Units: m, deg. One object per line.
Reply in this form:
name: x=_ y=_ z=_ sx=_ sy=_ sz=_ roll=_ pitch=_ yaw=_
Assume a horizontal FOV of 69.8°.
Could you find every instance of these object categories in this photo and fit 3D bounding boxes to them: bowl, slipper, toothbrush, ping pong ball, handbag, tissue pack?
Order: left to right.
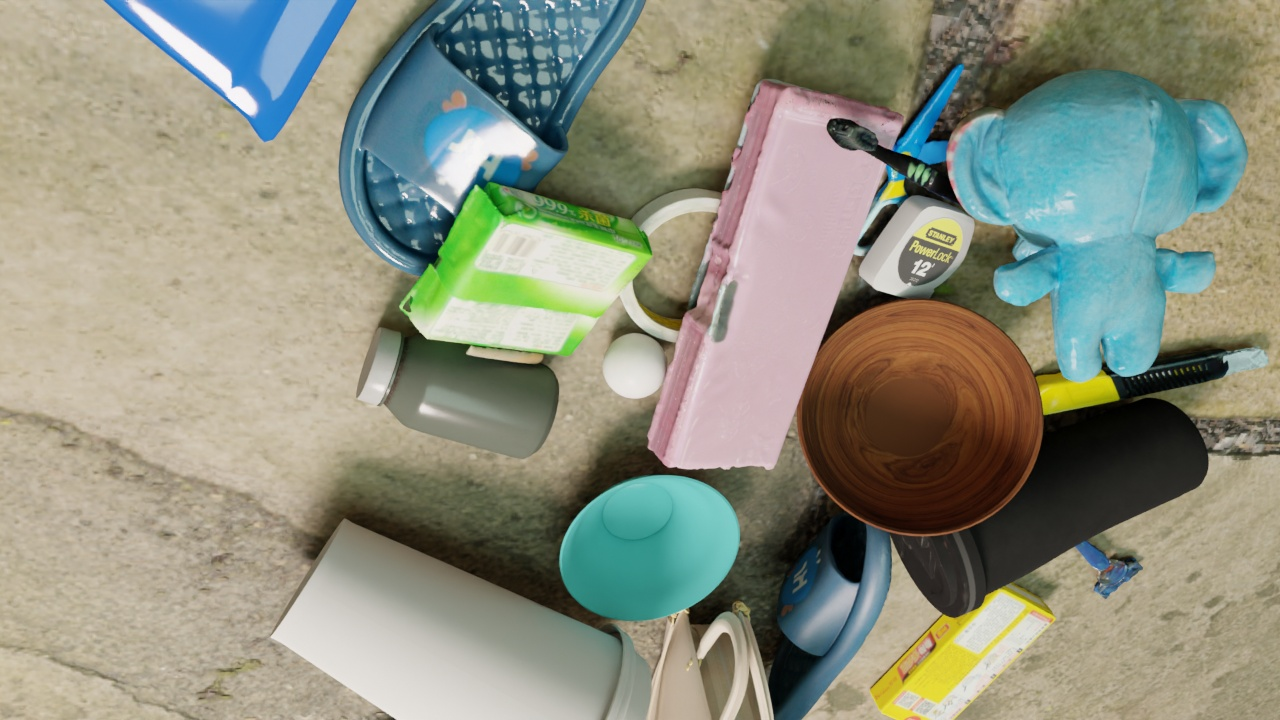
slipper: x=-0.077 y=-0.136 z=0.463 sx=0.103 sy=0.059 sz=0.214 roll=31 pitch=106 yaw=-23
tissue pack: x=-0.060 y=-0.044 z=0.501 sx=0.113 sy=0.034 sz=0.100 roll=7 pitch=135 yaw=-42
ping pong ball: x=-0.003 y=0.003 z=0.565 sx=0.040 sy=0.040 sz=0.040 roll=-6 pitch=119 yaw=-10
bowl: x=0.002 y=0.116 z=0.625 sx=0.121 sy=0.046 sz=0.121 roll=-6 pitch=119 yaw=-10
handbag: x=0.059 y=0.259 z=0.629 sx=0.101 sy=0.194 sz=0.198 roll=0 pitch=122 yaw=-9
slipper: x=0.128 y=0.177 z=0.668 sx=0.059 sy=0.103 sz=0.214 roll=18 pitch=122 yaw=1
bowl: x=0.177 y=0.037 z=0.600 sx=0.147 sy=0.069 sz=0.147 roll=-1 pitch=86 yaw=10
toothbrush: x=0.164 y=-0.104 z=0.523 sx=0.187 sy=0.017 sz=0.014 roll=11 pitch=107 yaw=-43

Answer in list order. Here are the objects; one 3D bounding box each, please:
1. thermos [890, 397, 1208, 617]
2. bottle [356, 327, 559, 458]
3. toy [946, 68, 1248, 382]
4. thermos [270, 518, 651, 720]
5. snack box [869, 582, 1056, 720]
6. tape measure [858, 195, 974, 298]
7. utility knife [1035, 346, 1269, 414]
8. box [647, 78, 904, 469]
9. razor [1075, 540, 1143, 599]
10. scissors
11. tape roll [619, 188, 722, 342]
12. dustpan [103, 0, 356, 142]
thermos: x=0.286 y=0.097 z=0.655 sx=0.218 sy=0.105 sz=0.106 roll=-20 pitch=121 yaw=-8
bottle: x=-0.106 y=0.017 z=0.537 sx=0.108 sy=0.060 sz=0.060 roll=19 pitch=112 yaw=-22
toy: x=0.267 y=-0.080 z=0.546 sx=0.183 sy=0.115 sz=0.180 roll=-5 pitch=98 yaw=-10
thermos: x=-0.114 y=0.192 z=0.590 sx=0.222 sy=0.131 sz=0.132 roll=33 pitch=107 yaw=-12
snack box: x=0.270 y=0.249 z=0.774 sx=0.075 sy=0.025 sz=0.152 roll=29 pitch=108 yaw=-25
tape measure: x=0.175 y=-0.068 z=0.573 sx=0.064 sy=0.016 sz=0.065 roll=10 pitch=120 yaw=-35
utility knife: x=0.375 y=0.012 z=0.671 sx=0.197 sy=0.020 sz=0.029 roll=-8 pitch=121 yaw=-8
box: x=0.075 y=-0.041 z=0.540 sx=0.098 sy=0.041 sz=0.233 roll=1 pitch=116 yaw=-31
razor: x=0.363 y=0.154 z=0.748 sx=0.141 sy=0.018 sz=0.044 roll=37 pitch=105 yaw=-27
scissors: x=0.156 y=-0.115 z=0.554 sx=0.125 sy=0.016 sz=0.125 roll=-10 pitch=123 yaw=-6
tape roll: x=0.031 y=-0.056 z=0.553 sx=0.094 sy=0.019 sz=0.094 roll=-6 pitch=120 yaw=-10
dustpan: x=-0.213 y=-0.258 z=0.363 sx=0.257 sy=0.059 sz=0.246 roll=26 pitch=110 yaw=-35
